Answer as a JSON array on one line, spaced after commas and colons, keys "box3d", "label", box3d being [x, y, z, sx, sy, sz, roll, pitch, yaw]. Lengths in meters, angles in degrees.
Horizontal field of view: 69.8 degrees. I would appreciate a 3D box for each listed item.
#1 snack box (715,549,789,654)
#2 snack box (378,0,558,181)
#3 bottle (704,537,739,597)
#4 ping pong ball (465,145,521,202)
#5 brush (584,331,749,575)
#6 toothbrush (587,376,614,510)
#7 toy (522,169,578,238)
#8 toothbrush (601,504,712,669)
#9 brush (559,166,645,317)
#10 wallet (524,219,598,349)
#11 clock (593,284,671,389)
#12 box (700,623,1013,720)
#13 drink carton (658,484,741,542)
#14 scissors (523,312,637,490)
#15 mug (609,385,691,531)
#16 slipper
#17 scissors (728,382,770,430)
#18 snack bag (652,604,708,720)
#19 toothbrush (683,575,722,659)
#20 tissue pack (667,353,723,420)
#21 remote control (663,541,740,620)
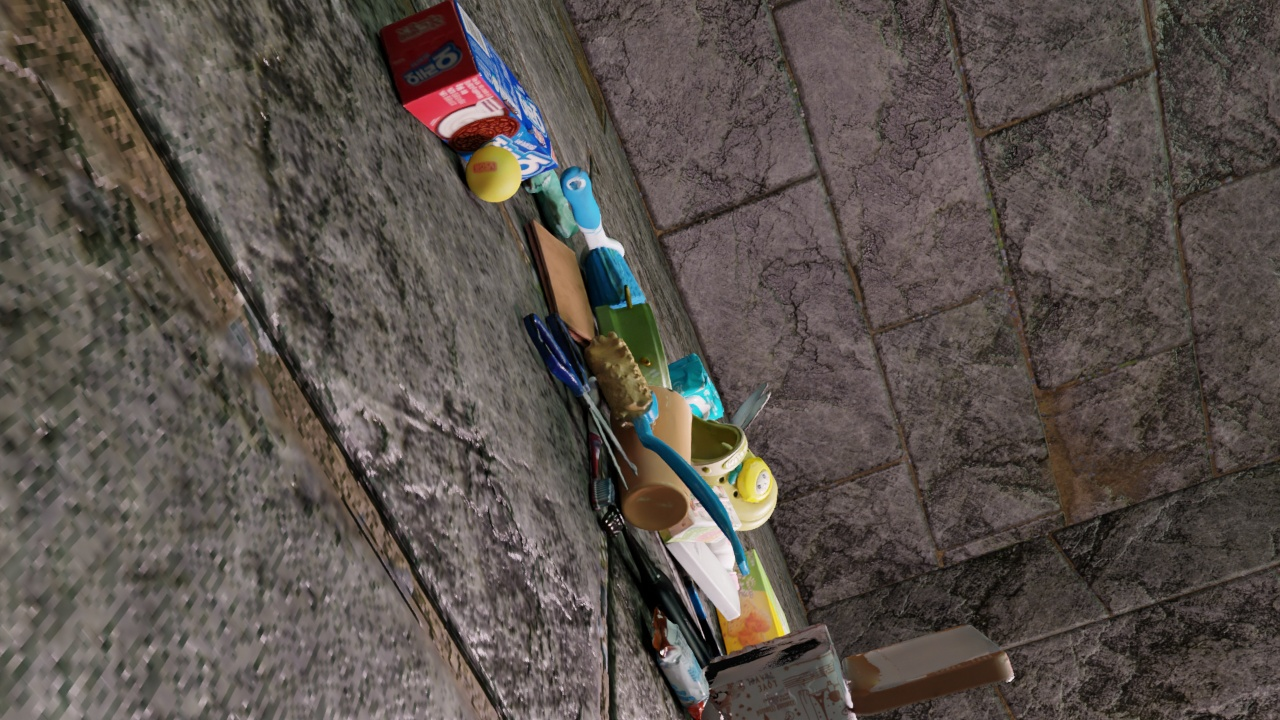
[{"box3d": [0.154, 0.366, 1.142, 0.209, 0.070, 0.158, -102, 169, -51], "label": "snack box"}, {"box3d": [-0.115, -0.184, 0.669, 0.207, 0.058, 0.057, 25, 45, -80], "label": "snack box"}, {"box3d": [0.072, 0.177, 1.082, 0.068, 0.068, 0.196, 54, 21, -66], "label": "bottle"}, {"box3d": [-0.107, -0.135, 0.665, 0.040, 0.040, 0.040, -20, 89, -83], "label": "ping pong ball"}, {"box3d": [0.021, 0.069, 0.743, 0.254, 0.046, 0.083, 54, -8, 39], "label": "brush"}, {"box3d": [-0.034, 0.062, 0.760, 0.187, 0.017, 0.016, -97, 165, -60], "label": "toothbrush"}, {"box3d": [-0.093, -0.165, 0.929, 0.092, 0.030, 0.096, 63, 15, -11], "label": "toy"}, {"box3d": [0.014, 0.188, 0.750, 0.026, 0.027, 0.213, 14, -37, 41], "label": "toothbrush"}, {"box3d": [-0.041, -0.108, 0.933, 0.314, 0.060, 0.109, 68, 1, -87], "label": "brush"}, {"box3d": [-0.072, -0.068, 0.851, 0.115, 0.020, 0.101, 40, 31, -71], "label": "wallet"}, {"box3d": [-0.006, 0.005, 0.936, 0.161, 0.056, 0.116, 81, -5, -60], "label": "clock"}, {"box3d": [0.186, 0.286, 0.825, 0.177, 0.260, 0.082, 37, 35, -77], "label": "box"}, {"box3d": [0.056, 0.154, 0.937, 0.122, 0.046, 0.053, 21, 37, -60], "label": "drink carton"}, {"box3d": [-0.047, 0.022, 0.727, 0.174, 0.012, 0.162, 55, 9, -44], "label": "scissors"}, {"box3d": [0.011, 0.090, 0.823, 0.122, 0.078, 0.078, -91, 161, -54], "label": "mug"}, {"box3d": [0.084, 0.113, 1.027, 0.190, 0.091, 0.082, 40, -32, -8], "label": "slipper"}, {"box3d": [0.095, 0.089, 1.136, 0.148, 0.021, 0.235, 55, -47, 52], "label": "scissors"}, {"box3d": [0.031, 0.240, 0.719, 0.045, 0.026, 0.105, -80, 150, -59], "label": "snack bag"}, {"box3d": [0.081, 0.313, 0.962, 0.016, 0.014, 0.189, -28, 98, -59], "label": "toothbrush"}, {"box3d": [0.046, 0.051, 1.123, 0.133, 0.093, 0.050, 56, 11, -62], "label": "tissue pack"}, {"box3d": [0.065, 0.218, 0.977, 0.135, 0.019, 0.056, 53, 15, -26], "label": "remote control"}]
